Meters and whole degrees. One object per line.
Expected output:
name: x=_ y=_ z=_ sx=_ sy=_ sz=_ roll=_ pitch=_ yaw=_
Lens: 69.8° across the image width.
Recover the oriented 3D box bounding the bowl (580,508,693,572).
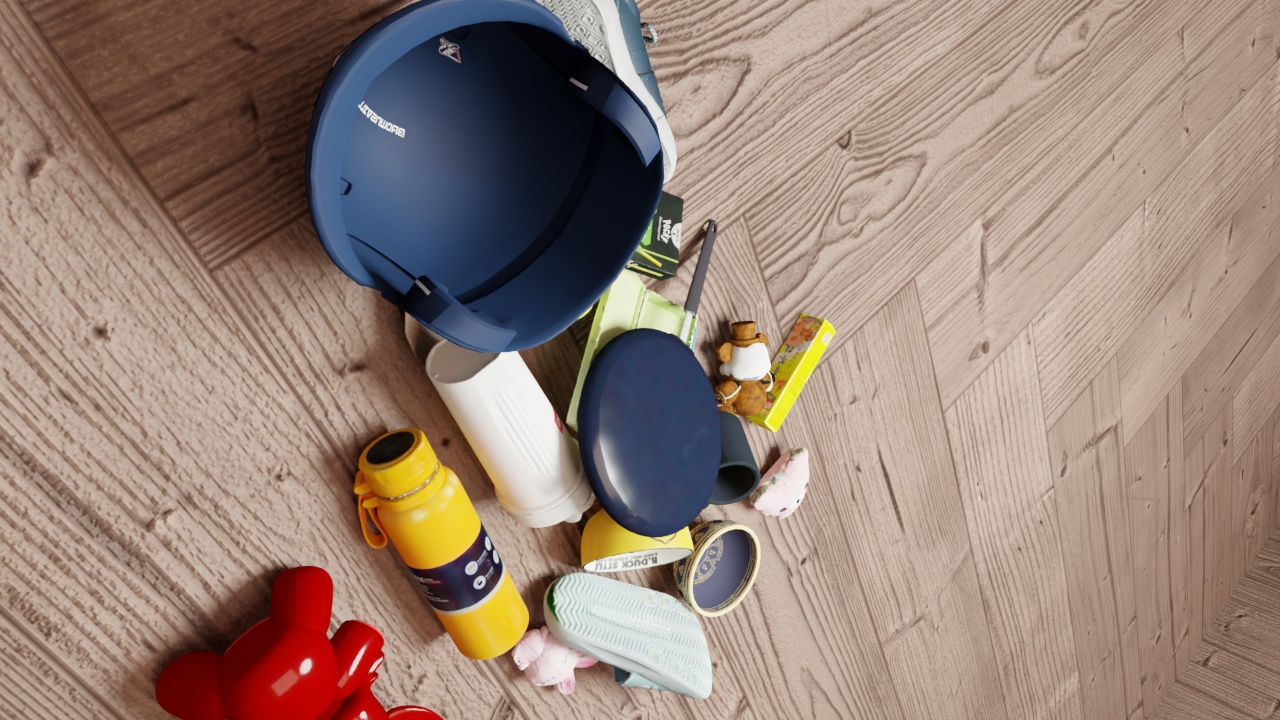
bowl: x=-0.007 y=0.178 z=0.965 sx=0.117 sy=0.118 sz=0.067 roll=10 pitch=62 yaw=-41

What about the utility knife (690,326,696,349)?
utility knife: x=0.047 y=-0.005 z=1.003 sx=0.015 sy=0.022 sz=0.124 roll=4 pitch=98 yaw=-41

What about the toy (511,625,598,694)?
toy: x=-0.088 y=0.319 z=0.975 sx=0.063 sy=0.047 sz=0.110 roll=-58 pitch=137 yaw=-10

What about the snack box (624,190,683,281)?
snack box: x=-0.027 y=-0.134 z=0.861 sx=0.147 sy=0.025 sz=0.080 roll=15 pitch=74 yaw=-34

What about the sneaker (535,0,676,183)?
sneaker: x=-0.024 y=-0.260 z=0.818 sx=0.236 sy=0.089 sz=0.087 roll=64 pitch=34 yaw=-48

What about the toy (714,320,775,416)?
toy: x=0.116 y=0.012 z=1.040 sx=0.087 sy=0.067 sz=0.113 roll=-15 pitch=104 yaw=-36

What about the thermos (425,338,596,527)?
thermos: x=-0.110 y=0.067 z=0.821 sx=0.099 sy=0.099 sz=0.220 roll=-44 pitch=137 yaw=-21

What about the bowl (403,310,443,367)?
bowl: x=-0.159 y=-0.043 z=0.807 sx=0.117 sy=0.030 sz=0.118 roll=-15 pitch=114 yaw=-36

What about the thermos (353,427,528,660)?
thermos: x=-0.183 y=0.172 z=0.828 sx=0.091 sy=0.076 sz=0.233 roll=-35 pitch=124 yaw=-23

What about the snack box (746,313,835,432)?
snack box: x=0.179 y=0.014 z=1.103 sx=0.029 sy=0.040 sz=0.148 roll=40 pitch=78 yaw=-40

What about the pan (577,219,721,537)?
pan: x=0.037 y=0.000 z=0.907 sx=0.198 sy=0.021 sz=0.355 roll=40 pitch=55 yaw=-37

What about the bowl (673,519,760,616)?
bowl: x=0.080 y=0.235 z=1.078 sx=0.112 sy=0.061 sz=0.112 roll=-14 pitch=112 yaw=-36

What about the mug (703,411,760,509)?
mug: x=0.080 y=0.120 z=1.024 sx=0.071 sy=0.077 sz=0.105 roll=14 pitch=127 yaw=-25

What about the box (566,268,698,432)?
box: x=-0.010 y=0.006 z=0.897 sx=0.140 sy=0.047 sz=0.187 roll=37 pitch=57 yaw=-42

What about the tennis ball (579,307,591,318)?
tennis ball: x=-0.073 y=-0.067 z=0.849 sx=0.065 sy=0.065 sz=0.065 roll=-14 pitch=112 yaw=-36

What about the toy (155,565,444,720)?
toy: x=-0.276 y=0.289 z=0.761 sx=0.158 sy=0.121 sz=0.197 roll=-41 pitch=117 yaw=-26

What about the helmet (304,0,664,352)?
helmet: x=-0.134 y=-0.151 z=0.659 sx=0.232 sy=0.223 sz=0.272 roll=-52 pitch=161 yaw=3

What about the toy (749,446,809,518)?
toy: x=0.179 y=0.162 z=1.146 sx=0.099 sy=0.053 sz=0.096 roll=-45 pitch=140 yaw=-16

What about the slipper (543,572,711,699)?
slipper: x=-0.014 y=0.302 z=1.003 sx=0.245 sy=0.074 sz=0.103 roll=32 pitch=39 yaw=-32
